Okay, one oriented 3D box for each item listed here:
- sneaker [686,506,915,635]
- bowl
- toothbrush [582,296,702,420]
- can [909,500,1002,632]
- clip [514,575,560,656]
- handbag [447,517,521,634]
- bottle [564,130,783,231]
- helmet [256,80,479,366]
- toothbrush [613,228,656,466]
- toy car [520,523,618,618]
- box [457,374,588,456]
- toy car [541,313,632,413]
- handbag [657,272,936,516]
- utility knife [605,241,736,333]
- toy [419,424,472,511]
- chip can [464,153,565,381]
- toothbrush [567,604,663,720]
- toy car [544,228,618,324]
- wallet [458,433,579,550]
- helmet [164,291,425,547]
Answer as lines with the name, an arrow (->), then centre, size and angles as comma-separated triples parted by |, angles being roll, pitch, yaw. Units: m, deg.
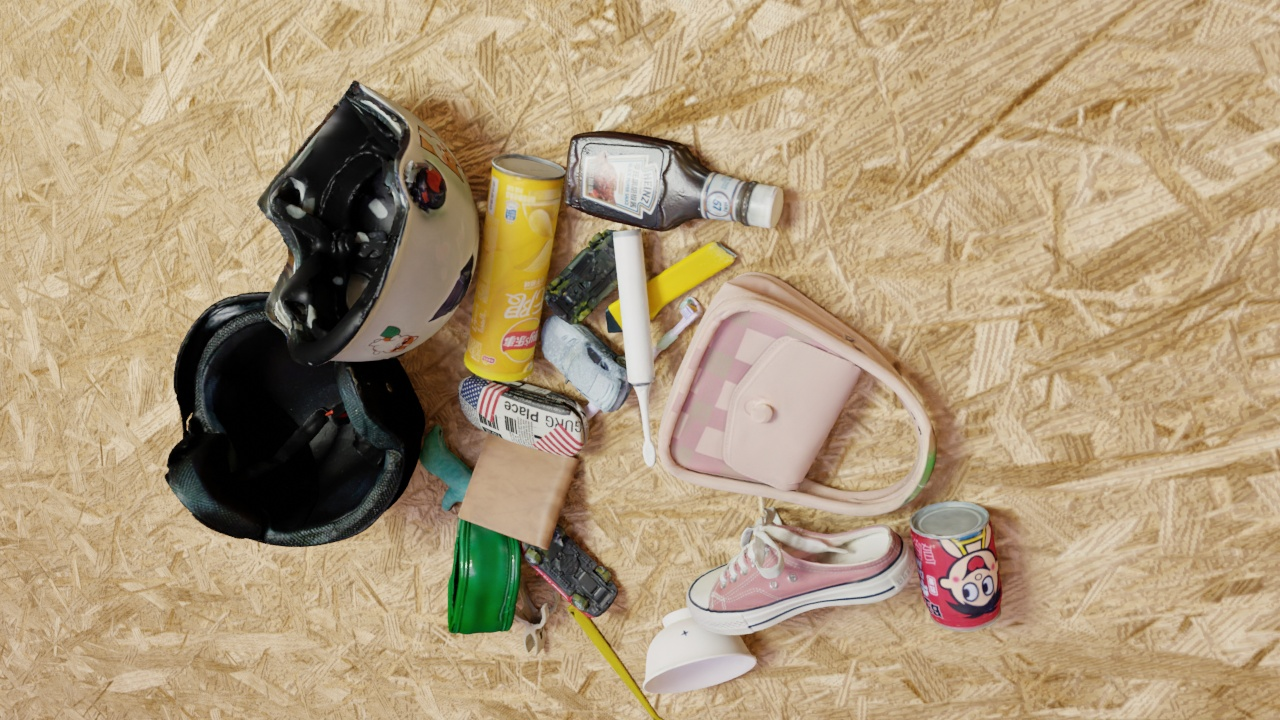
sneaker -> 0.127, 0.184, 0.838 | 0.242, 0.118, 0.088 | -25, 108, 40
bowl -> 0.054, 0.292, 0.941 | 0.119, 0.118, 0.064 | -37, 51, 33
toothbrush -> -0.005, 0.005, 0.896 | 0.021, 0.029, 0.190 | 25, 129, -27
can -> 0.272, 0.177, 0.788 | 0.067, 0.066, 0.094 | -6, 106, 29
clip -> -0.133, 0.292, 1.067 | 0.095, 0.034, 0.102 | 36, 129, 6
handbag -> -0.177, 0.232, 1.025 | 0.068, 0.120, 0.132 | 4, 122, -16
bottle -> 0.027, -0.151, 0.805 | 0.195, 0.043, 0.080 | 15, 113, 21
helmet -> -0.239, -0.114, 0.869 | 0.231, 0.156, 0.273 | -39, 57, 30
toothbrush -> -0.001, -0.010, 0.847 | 0.027, 0.026, 0.221 | -5, 97, 10
toy car -> -0.081, 0.229, 1.002 | 0.120, 0.052, 0.045 | 46, 147, 0
box -> -0.123, 0.055, 0.966 | 0.164, 0.052, 0.069 | 16, 107, 26
toy car -> -0.056, 0.001, 0.901 | 0.120, 0.036, 0.054 | 44, 123, 26
handbag -> 0.143, 0.049, 0.806 | 0.234, 0.093, 0.194 | 26, 120, 9
utility knife -> 0.025, -0.066, 0.855 | 0.157, 0.015, 0.033 | -29, 100, 32
toy -> -0.221, 0.130, 1.052 | 0.092, 0.030, 0.097 | 43, 128, 10
chip can -> -0.124, -0.088, 0.891 | 0.072, 0.071, 0.214 | 22, 117, 19
toothbrush -> -0.024, 0.356, 1.042 | 0.016, 0.016, 0.190 | -36, 90, 32
toy car -> -0.045, -0.081, 0.877 | 0.048, 0.032, 0.105 | 45, 111, -1
wallet -> -0.131, 0.137, 0.982 | 0.115, 0.020, 0.101 | 15, 79, 25
helmet -> -0.357, 0.060, 0.980 | 0.233, 0.230, 0.274 | -30, 89, 3
